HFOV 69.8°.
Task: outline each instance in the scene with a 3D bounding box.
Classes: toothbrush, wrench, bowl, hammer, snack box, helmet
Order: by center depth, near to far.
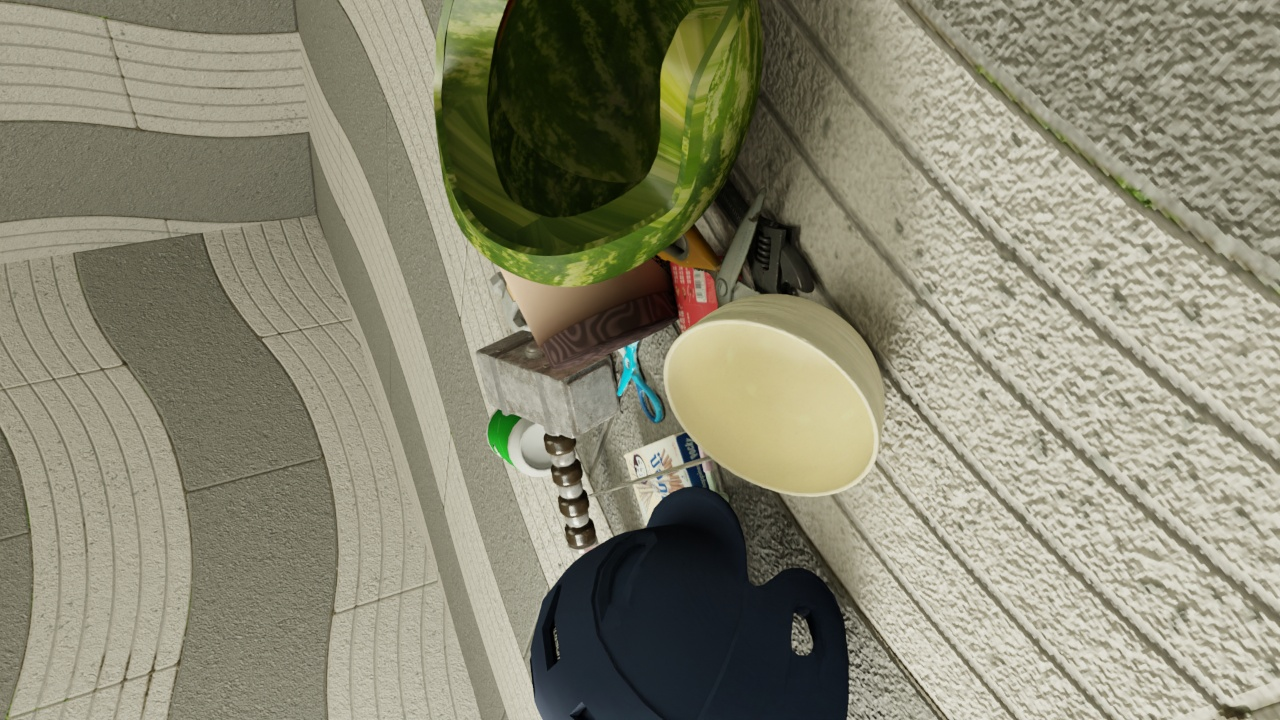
[{"bbox_3d":[0.098,0.012,0.618,0.151,0.075,0.151,21,138,20],"label":"bowl"},{"bbox_3d":[-0.031,-0.180,0.640,0.242,0.213,0.248,-62,-5,-55],"label":"helmet"},{"bbox_3d":[0.049,0.076,0.664,0.010,0.181,0.010,-160,56,-71],"label":"toothbrush"},{"bbox_3d":[0.063,-0.134,0.722,0.073,0.018,0.273,104,146,-48],"label":"wrench"},{"bbox_3d":[0.020,0.232,0.756,0.271,0.223,0.233,-92,22,-46],"label":"helmet"},{"bbox_3d":[0.062,-0.022,0.781,0.089,0.021,0.133,12,114,65],"label":"snack box"},{"bbox_3d":[0.055,0.061,0.855,0.022,0.015,0.154,-16,87,37],"label":"toothbrush"},{"bbox_3d":[0.029,0.121,0.933,0.150,0.026,0.082,-32,74,66],"label":"snack box"},{"bbox_3d":[-0.092,0.128,1.120,0.177,0.079,0.327,16,125,45],"label":"hammer"},{"bbox_3d":[-0.156,-0.165,1.148,0.131,0.039,0.329,58,156,35],"label":"hammer"}]

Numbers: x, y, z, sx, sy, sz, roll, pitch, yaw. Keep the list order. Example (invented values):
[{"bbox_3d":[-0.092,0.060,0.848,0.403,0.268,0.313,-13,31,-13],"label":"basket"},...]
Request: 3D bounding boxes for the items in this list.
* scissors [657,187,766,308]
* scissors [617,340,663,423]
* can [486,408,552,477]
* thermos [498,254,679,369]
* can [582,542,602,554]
[{"bbox_3d":[0.054,-0.059,0.731,0.229,0.016,0.226,55,146,35],"label":"scissors"},{"bbox_3d":[-0.005,0.006,0.966,0.140,0.011,0.134,62,151,27],"label":"scissors"},{"bbox_3d":[-0.156,0.107,1.272,0.140,0.087,0.088,13,115,65],"label":"can"},{"bbox_3d":[-0.065,-0.120,0.847,0.226,0.172,0.173,67,157,4],"label":"thermos"},{"bbox_3d":[-0.027,0.249,1.082,0.067,0.067,0.076,-41,65,65],"label":"can"}]
